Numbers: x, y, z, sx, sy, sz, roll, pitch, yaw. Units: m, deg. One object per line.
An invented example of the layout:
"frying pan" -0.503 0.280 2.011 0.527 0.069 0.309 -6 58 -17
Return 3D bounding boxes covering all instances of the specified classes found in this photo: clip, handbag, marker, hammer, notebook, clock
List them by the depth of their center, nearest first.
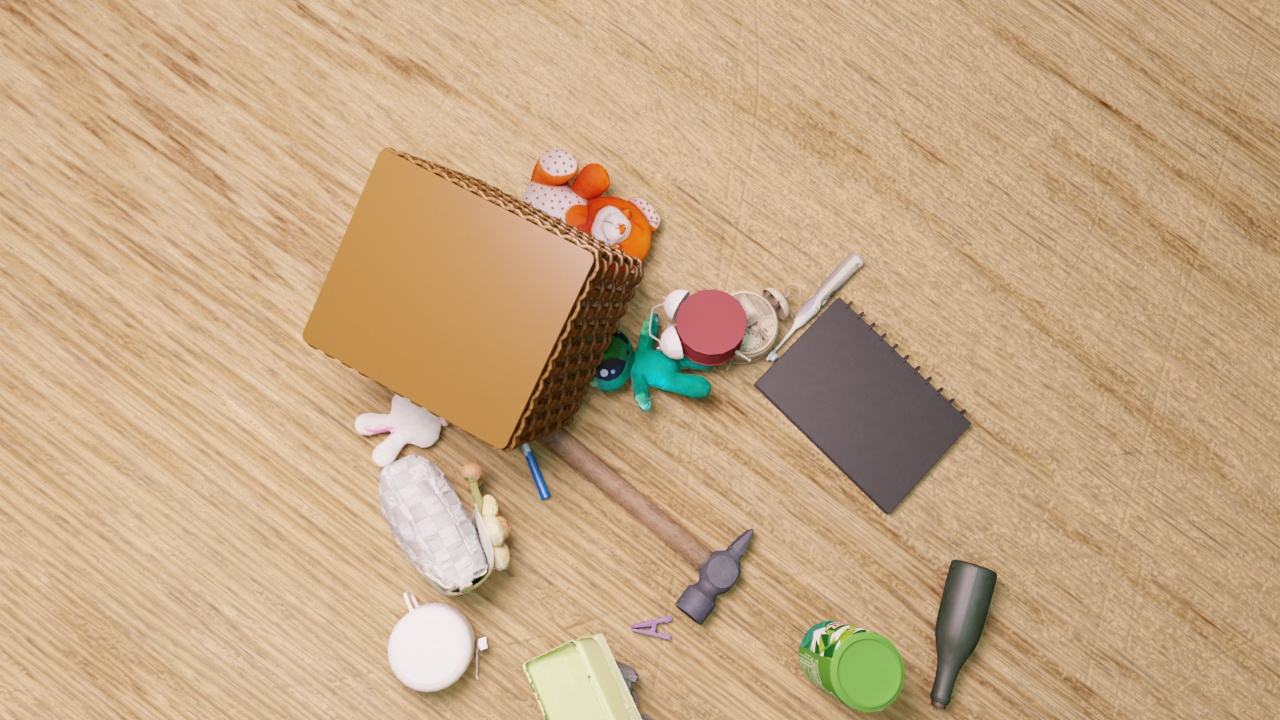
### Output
"handbag" -0.221 0.180 1.051 0.123 0.113 0.171 -30 83 -19
"hammer" 0.078 0.448 1.060 0.322 0.044 0.098 23 79 -1
"clock" 0.073 -0.040 1.095 0.124 0.044 0.087 6 70 3
"clip" 0.017 0.315 1.096 0.050 0.014 0.045 30 79 -1
"hammer" -0.013 0.165 1.109 0.322 0.040 0.129 39 75 3
"marker" -0.142 0.103 1.119 0.013 0.013 0.142 -22 83 -8
"clock" 0.143 -0.054 1.149 0.140 0.054 0.093 -34 84 -7
"notebook" 0.284 0.052 1.161 0.231 0.019 0.169 45 81 4

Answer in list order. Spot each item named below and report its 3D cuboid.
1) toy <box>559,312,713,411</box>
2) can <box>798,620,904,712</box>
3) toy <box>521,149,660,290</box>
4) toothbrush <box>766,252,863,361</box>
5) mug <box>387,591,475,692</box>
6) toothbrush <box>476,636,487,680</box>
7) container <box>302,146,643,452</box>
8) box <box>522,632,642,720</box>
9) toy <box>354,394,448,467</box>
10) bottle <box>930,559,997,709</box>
"toy" -0.007 0.006 1.121 0.193 0.072 0.130 10 61 1
"can" 0.235 0.343 1.041 0.083 0.144 0.083 1 80 -6
"toy" -0.068 -0.163 1.131 0.172 0.093 0.163 18 79 -3
"toothbrush" 0.220 -0.068 1.175 0.024 0.022 0.185 39 77 21
"mug" -0.241 0.315 1.044 0.094 0.068 0.115 -27 83 -9
"toothbrush" -0.171 0.321 0.992 0.010 0.182 0.010 -14 87 -11
"container" -0.170 -0.066 0.994 0.251 0.214 0.220 28 99 9
"box" -0.043 0.397 1.006 0.134 0.061 0.188 -31 81 29
"toy" -0.273 0.071 1.100 0.125 0.037 0.076 -31 80 -12
"bottle" 0.380 0.331 1.102 0.055 0.055 0.174 19 80 -2
